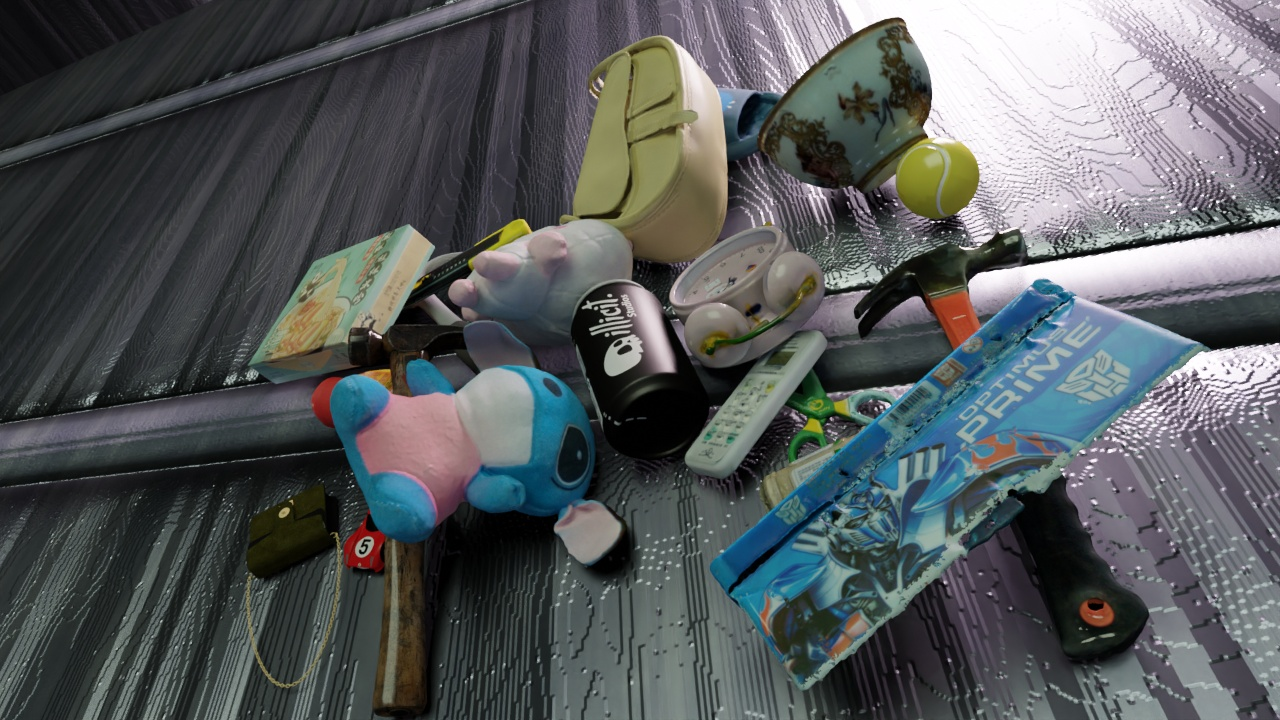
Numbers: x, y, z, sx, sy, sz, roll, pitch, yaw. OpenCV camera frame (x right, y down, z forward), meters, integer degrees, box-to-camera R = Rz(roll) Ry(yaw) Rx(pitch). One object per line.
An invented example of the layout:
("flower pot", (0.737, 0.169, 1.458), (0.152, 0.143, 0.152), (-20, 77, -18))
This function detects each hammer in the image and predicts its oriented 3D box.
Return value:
("hammer", (0.231, 0.035, 0.585), (0.133, 0.033, 0.332), (-17, 41, 11))
("hammer", (-0.169, 0.101, 0.698), (0.120, 0.033, 0.329), (-2, 51, -9))
("hammer", (-0.162, -0.021, 0.869), (0.125, 0.029, 0.311), (-39, 41, -12))

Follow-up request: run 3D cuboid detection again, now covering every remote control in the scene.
("remote control", (0.086, 0.031, 0.660), (0.133, 0.022, 0.050), (-50, 23, -19))

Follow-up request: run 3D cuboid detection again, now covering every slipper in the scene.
("slipper", (0.061, -0.256, 0.972), (0.214, 0.059, 0.103), (4, 47, 35))

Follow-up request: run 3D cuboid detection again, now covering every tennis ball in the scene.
("tennis ball", (0.241, -0.148, 0.747), (0.065, 0.065, 0.065), (-16, 41, 14))

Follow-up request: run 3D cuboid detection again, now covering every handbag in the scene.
("handbag", (-0.274, 0.177, 0.721), (0.084, 0.027, 0.178), (-26, 41, 1))
("handbag", (0.000, -0.207, 0.882), (0.191, 0.088, 0.232), (-5, 65, 37))

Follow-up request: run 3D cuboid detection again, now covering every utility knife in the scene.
("utility knife", (-0.187, -0.090, 0.917), (0.174, 0.020, 0.028), (-31, 41, 0))

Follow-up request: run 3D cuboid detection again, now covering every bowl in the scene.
("bowl", (0.192, -0.204, 0.796), (0.159, 0.160, 0.094), (-35, 80, -9))

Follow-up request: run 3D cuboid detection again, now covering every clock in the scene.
("clock", (0.081, -0.046, 0.699), (0.117, 0.059, 0.157), (-33, 21, 8))

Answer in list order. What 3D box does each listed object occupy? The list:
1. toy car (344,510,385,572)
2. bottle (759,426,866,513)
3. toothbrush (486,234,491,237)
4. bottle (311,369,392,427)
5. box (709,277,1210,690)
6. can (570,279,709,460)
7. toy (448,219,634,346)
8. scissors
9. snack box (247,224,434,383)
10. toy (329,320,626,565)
("toy car", (-0.205, 0.126, 0.736), (0.038, 0.025, 0.089), (-2, 46, 28))
("bottle", (0.130, 0.070, 0.581), (0.110, 0.042, 0.042), (-29, 38, 17))
("toothbrush", (-0.133, -0.075, 0.926), (0.014, 0.017, 0.188), (-30, 42, 3))
("bottle", (-0.236, 0.040, 0.828), (0.134, 0.048, 0.071), (1, 46, 30))
("box", (0.164, 0.075, 0.479), (0.243, 0.114, 0.113), (-41, 40, 0))
("can", (-0.004, 0.004, 0.710), (0.080, 0.080, 0.146), (-26, 39, 2))
("toy", (-0.085, -0.065, 0.778), (0.139, 0.179, 0.101), (-34, 71, 31))
("scissors", (0.135, 0.030, 0.655), (0.112, 0.012, 0.130), (-21, 38, 15))
("snack box", (-0.303, -0.052, 0.926), (0.194, 0.044, 0.141), (-10, 49, 43))
("toy", (-0.113, 0.069, 0.660), (0.191, 0.099, 0.224), (-9, 53, -35))
